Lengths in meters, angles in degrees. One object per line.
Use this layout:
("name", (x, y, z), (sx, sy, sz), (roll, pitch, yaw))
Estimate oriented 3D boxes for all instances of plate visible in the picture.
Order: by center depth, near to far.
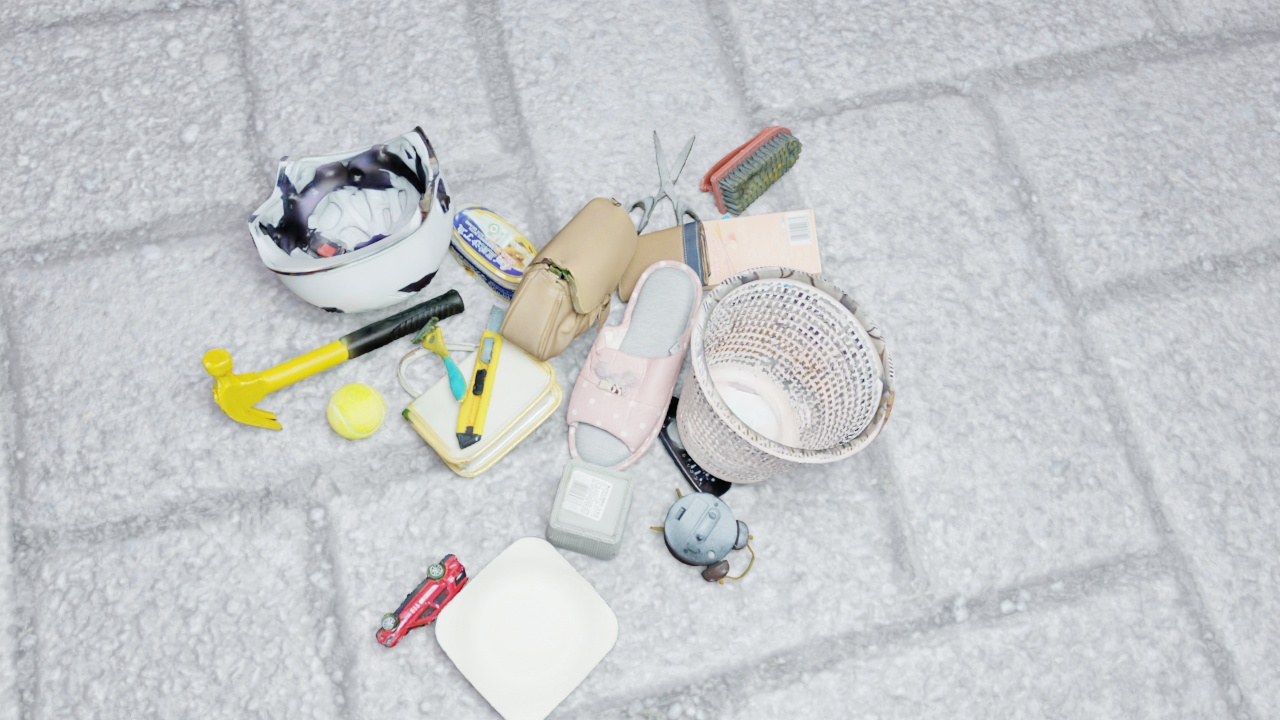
("plate", (-0.124, 0.296, 1.012), (0.164, 0.034, 0.163), (-42, 84, -17))

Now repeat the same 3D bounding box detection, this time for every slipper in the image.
("slipper", (-0.006, 0.006, 1.084), (0.114, 0.054, 0.274), (24, 85, 15))

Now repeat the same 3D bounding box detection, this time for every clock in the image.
("clock", (0.076, 0.203, 1.053), (0.122, 0.055, 0.082), (35, 72, 6))

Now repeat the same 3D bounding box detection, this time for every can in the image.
("can", (-0.181, -0.134, 1.148), (0.148, 0.049, 0.074), (41, 74, 9))

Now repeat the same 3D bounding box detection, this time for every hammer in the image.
("hammer", (-0.346, -0.013, 1.074), (0.300, 0.129, 0.033), (-27, 53, -24))

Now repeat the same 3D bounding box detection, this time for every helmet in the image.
("helmet", (-0.320, -0.143, 1.075), (0.229, 0.146, 0.258), (-16, 48, 1))

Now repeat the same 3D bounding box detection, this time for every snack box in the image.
("snack box", (0.146, -0.140, 1.167), (0.157, 0.026, 0.084), (-6, 82, 4))

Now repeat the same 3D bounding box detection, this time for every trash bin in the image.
("trash bin", (0.137, 0.038, 1.027), (0.227, 0.193, 0.227), (7, 62, -13))

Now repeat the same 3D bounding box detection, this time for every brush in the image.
("brush", (0.147, -0.261, 1.214), (0.145, 0.063, 0.069), (-42, 50, -17))

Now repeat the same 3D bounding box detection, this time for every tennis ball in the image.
("tennis ball", (-0.329, 0.059, 1.064), (0.065, 0.065, 0.065), (1, 71, -4))

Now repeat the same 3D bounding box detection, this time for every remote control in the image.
("remote control", (0.059, 0.106, 1.100), (0.053, 0.024, 0.136), (-28, 76, -17))

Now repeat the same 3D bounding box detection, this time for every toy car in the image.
("toy car", (-0.238, 0.267, 1.008), (0.045, 0.053, 0.120), (42, 72, 7))

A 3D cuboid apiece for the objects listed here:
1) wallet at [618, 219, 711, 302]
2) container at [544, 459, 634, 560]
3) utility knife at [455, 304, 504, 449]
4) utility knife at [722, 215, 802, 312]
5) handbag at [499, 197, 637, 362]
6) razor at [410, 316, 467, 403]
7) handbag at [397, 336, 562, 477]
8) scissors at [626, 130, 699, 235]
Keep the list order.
("wallet", (0.028, -0.123, 1.150), (0.115, 0.033, 0.090), (-11, 70, 17))
("container", (-0.055, 0.165, 1.023), (0.090, 0.114, 0.090), (15, 71, 0))
("utility knife", (-0.183, 0.014, 1.059), (0.033, 0.015, 0.191), (1, 60, 11))
("utility knife", (0.153, -0.121, 1.187), (0.034, 0.018, 0.162), (-38, 79, -15))
("handbag", (-0.076, -0.092, 1.073), (0.100, 0.148, 0.203), (30, 45, 3))
("razor", (-0.226, 0.005, 1.066), (0.043, 0.028, 0.132), (-44, 52, 9))
("handbag", (-0.202, 0.034, 1.093), (0.163, 0.063, 0.179), (-42, 65, -16))
("scissors", (0.036, -0.226, 1.215), (0.178, 0.014, 0.159), (-40, 79, -16))
